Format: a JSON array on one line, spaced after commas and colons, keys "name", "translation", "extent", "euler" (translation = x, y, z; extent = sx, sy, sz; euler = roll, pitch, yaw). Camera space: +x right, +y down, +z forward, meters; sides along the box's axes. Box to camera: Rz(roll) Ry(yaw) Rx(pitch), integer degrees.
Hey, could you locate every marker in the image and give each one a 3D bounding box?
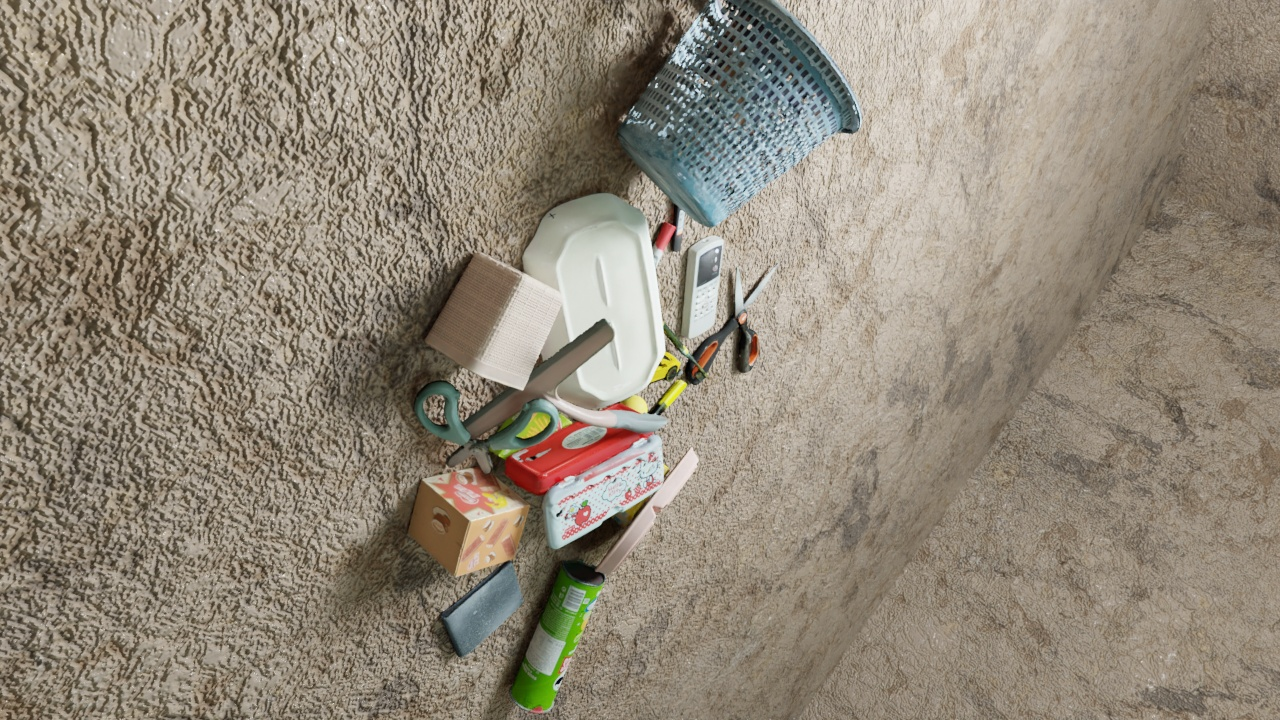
[{"name": "marker", "translation": [0.049, -0.190, 1.156], "extent": [0.018, 0.015, 0.124], "euler": [-31, 141, -33]}, {"name": "marker", "translation": [0.006, -0.107, 1.166], "extent": [0.017, 0.017, 0.145], "euler": [12, 107, -56]}, {"name": "marker", "translation": [0.022, 0.076, 1.343], "extent": [0.124, 0.015, 0.018], "euler": [-47, 145, -10]}]

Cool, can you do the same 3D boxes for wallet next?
[{"name": "wallet", "translation": [-0.212, 0.337, 1.248], "extent": [0.120, 0.019, 0.097], "euler": [-38, 141, -31]}]

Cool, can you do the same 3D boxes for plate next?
[{"name": "plate", "translation": [0.013, 0.224, 1.345], "extent": [0.229, 0.028, 0.229], "euler": [-51, 175, -6]}, {"name": "plate", "translation": [-0.042, -0.058, 1.056], "extent": [0.161, 0.034, 0.266], "euler": [-20, 120, -22]}]

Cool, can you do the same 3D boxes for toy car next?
[{"name": "toy car", "translation": [-0.007, 0.007, 1.194], "extent": [0.155, 0.071, 0.041], "euler": [-16, 128, -47]}]

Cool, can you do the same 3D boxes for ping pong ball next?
[{"name": "ping pong ball", "translation": [-0.011, 0.068, 1.266], "extent": [0.040, 0.040, 0.040], "euler": [-33, 140, -33]}]

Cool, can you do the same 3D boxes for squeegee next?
[{"name": "squeegee", "translation": [-0.044, 0.061, 1.065], "extent": [0.248, 0.040, 0.249], "euler": [-35, 147, 28]}]

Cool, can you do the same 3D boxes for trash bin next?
[{"name": "trash bin", "translation": [0.089, -0.262, 0.993], "extent": [0.195, 0.226, 0.226], "euler": [-45, 147, 4]}]

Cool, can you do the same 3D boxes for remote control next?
[{"name": "remote control", "translation": [0.086, -0.100, 1.272], "extent": [0.058, 0.021, 0.150], "euler": [-31, 139, -35]}]

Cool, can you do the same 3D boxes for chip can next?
[{"name": "chip can", "translation": [-0.125, 0.413, 1.375], "extent": [0.072, 0.072, 0.236], "euler": [2, 115, -53]}]

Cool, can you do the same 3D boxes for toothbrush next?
[{"name": "toothbrush", "translation": [0.054, -0.017, 1.292], "extent": [0.017, 0.012, 0.186], "euler": [-42, 141, 1]}]

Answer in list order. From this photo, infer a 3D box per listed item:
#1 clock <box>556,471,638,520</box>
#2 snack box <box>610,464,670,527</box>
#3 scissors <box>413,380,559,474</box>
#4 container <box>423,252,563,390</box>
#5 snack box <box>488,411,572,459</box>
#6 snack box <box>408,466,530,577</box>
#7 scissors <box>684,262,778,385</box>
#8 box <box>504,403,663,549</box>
[{"name": "clock", "translation": [-0.060, 0.167, 1.236], "extent": [0.160, 0.056, 0.116], "euler": [-41, 161, -44]}, {"name": "snack box", "translation": [-0.003, 0.194, 1.335], "extent": [0.086, 0.034, 0.141], "euler": [-50, 176, -17]}, {"name": "scissors", "translation": [-0.184, 0.069, 1.004], "extent": [0.171, 0.019, 0.181], "euler": [-32, 132, 31]}, {"name": "container", "translation": [-0.148, -0.042, 0.953], "extent": [0.089, 0.090, 0.111], "euler": [25, 93, -57]}, {"name": "snack box", "translation": [-0.123, 0.105, 1.164], "extent": [0.085, 0.026, 0.156], "euler": [-55, 147, -6]}, {"name": "snack box", "translation": [-0.199, 0.184, 1.067], "extent": [0.094, 0.093, 0.077], "euler": [-7, 122, -50]}, {"name": "scissors", "translation": [0.148, -0.047, 1.398], "extent": [0.233, 0.022, 0.221], "euler": [-50, 147, -10]}, {"name": "box", "translation": [-0.065, 0.141, 1.142], "extent": [0.200, 0.102, 0.101], "euler": [-24, 125, -40]}]
